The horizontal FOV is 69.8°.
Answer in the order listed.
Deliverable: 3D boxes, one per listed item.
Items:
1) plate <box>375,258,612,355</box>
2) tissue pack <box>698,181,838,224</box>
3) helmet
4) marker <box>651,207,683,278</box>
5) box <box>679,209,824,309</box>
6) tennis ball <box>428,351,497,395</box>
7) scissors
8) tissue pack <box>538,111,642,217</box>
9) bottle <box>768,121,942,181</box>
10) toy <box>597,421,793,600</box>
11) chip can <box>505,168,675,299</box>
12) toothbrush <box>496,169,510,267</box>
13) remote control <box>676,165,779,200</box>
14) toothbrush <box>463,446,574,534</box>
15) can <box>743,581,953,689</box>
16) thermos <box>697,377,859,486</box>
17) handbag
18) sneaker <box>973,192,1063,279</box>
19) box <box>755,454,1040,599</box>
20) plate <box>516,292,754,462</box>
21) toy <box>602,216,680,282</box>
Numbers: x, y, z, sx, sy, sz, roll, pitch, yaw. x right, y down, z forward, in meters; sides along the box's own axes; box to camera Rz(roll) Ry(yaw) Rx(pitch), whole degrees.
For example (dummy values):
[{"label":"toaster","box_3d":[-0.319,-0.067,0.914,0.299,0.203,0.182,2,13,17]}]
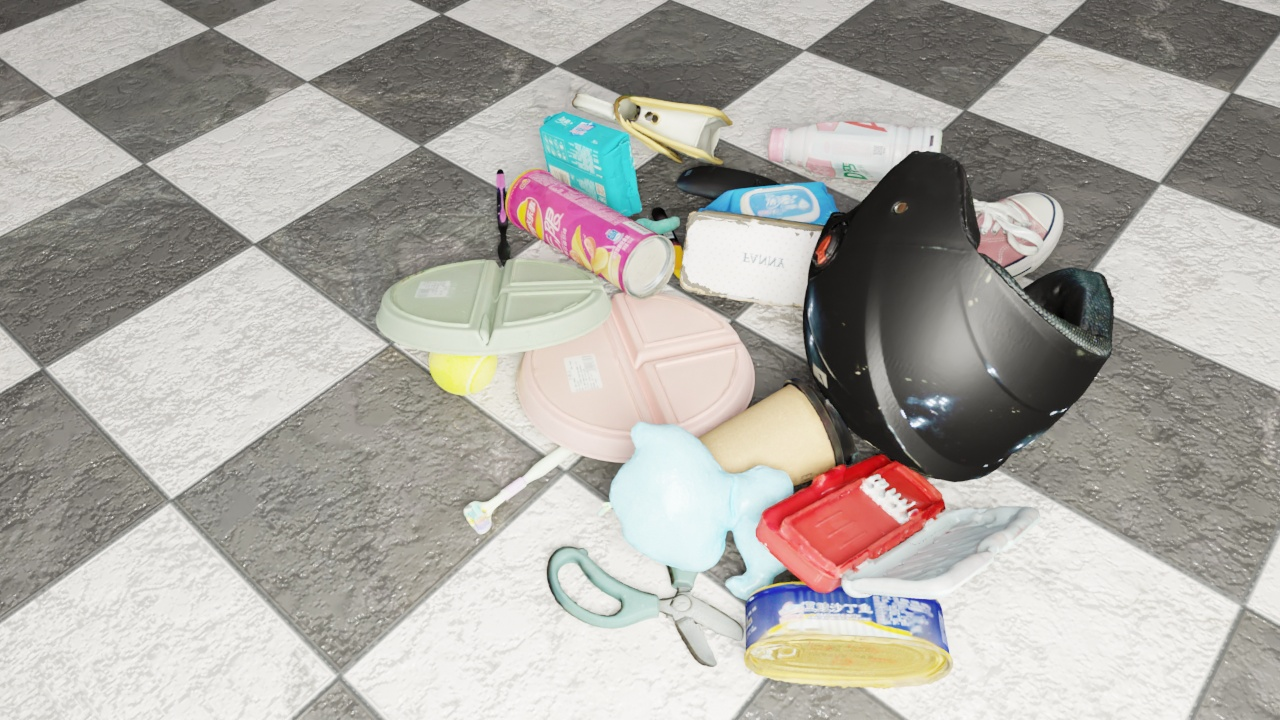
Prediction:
[{"label":"plate","box_3d":[-0.142,-0.060,0.898,0.230,0.027,0.229,0,23,0]},{"label":"tissue pack","box_3d":[0.148,-0.152,1.012,0.157,0.052,0.094,-7,48,-4]},{"label":"helmet","box_3d":[0.249,-0.031,0.784,0.230,0.233,0.275,-59,27,5]},{"label":"marker","box_3d":[0.033,-0.134,1.028,0.018,0.015,0.123,-12,46,-5]},{"label":"box","box_3d":[0.135,-0.102,0.935,0.184,0.090,0.063,11,13,9]},{"label":"tennis ball","box_3d":[-0.170,0.000,0.879,0.065,0.066,0.065,-1,48,1]},{"label":"scissors","box_3d":[0.020,0.168,0.750,0.177,0.019,0.171,19,50,20]},{"label":"tissue pack","box_3d":[-0.055,-0.224,1.050,0.050,0.093,0.133,-38,49,-27]},{"label":"bottle","box_3d":[0.252,-0.250,1.090,0.197,0.068,0.068,8,48,14]},{"label":"toy","box_3d":[0.048,0.118,0.721,0.156,0.050,0.161,-15,90,-10]},{"label":"chip can","box_3d":[-0.057,-0.137,0.975,0.071,0.071,0.210,-33,46,-25]},{"label":"toothbrush","box_3d":[-0.161,-0.169,1.071,0.014,0.018,0.189,-6,44,-5]},{"label":"remote control","box_3d":[0.109,-0.208,1.084,0.136,0.024,0.053,15,49,15]},{"label":"toothbrush","box_3d":[-0.077,0.090,0.826,0.189,0.029,0.020,-35,15,-28]},{"label":"can","box_3d":[0.150,0.202,0.676,0.148,0.075,0.049,1,45,5]},{"label":"thermos","box_3d":[0.104,0.078,0.786,0.143,0.093,0.093,-24,51,-8]},{"label":"handbag","box_3d":[0.011,-0.273,1.071,0.179,0.063,0.163,15,11,9]},{"label":"sneaker","box_3d":[0.355,-0.131,0.960,0.240,0.088,0.118,-26,52,-19]},{"label":"box","box_3d":[0.198,0.129,0.697,0.160,0.064,0.200,19,20,37]},{"label":"plate","box_3d":[-0.005,0.005,0.879,0.229,0.028,0.229,-1,42,1]},{"label":"toy","box_3d":[0.000,-0.129,1.010,0.096,0.030,0.091,-15,49,6]}]
